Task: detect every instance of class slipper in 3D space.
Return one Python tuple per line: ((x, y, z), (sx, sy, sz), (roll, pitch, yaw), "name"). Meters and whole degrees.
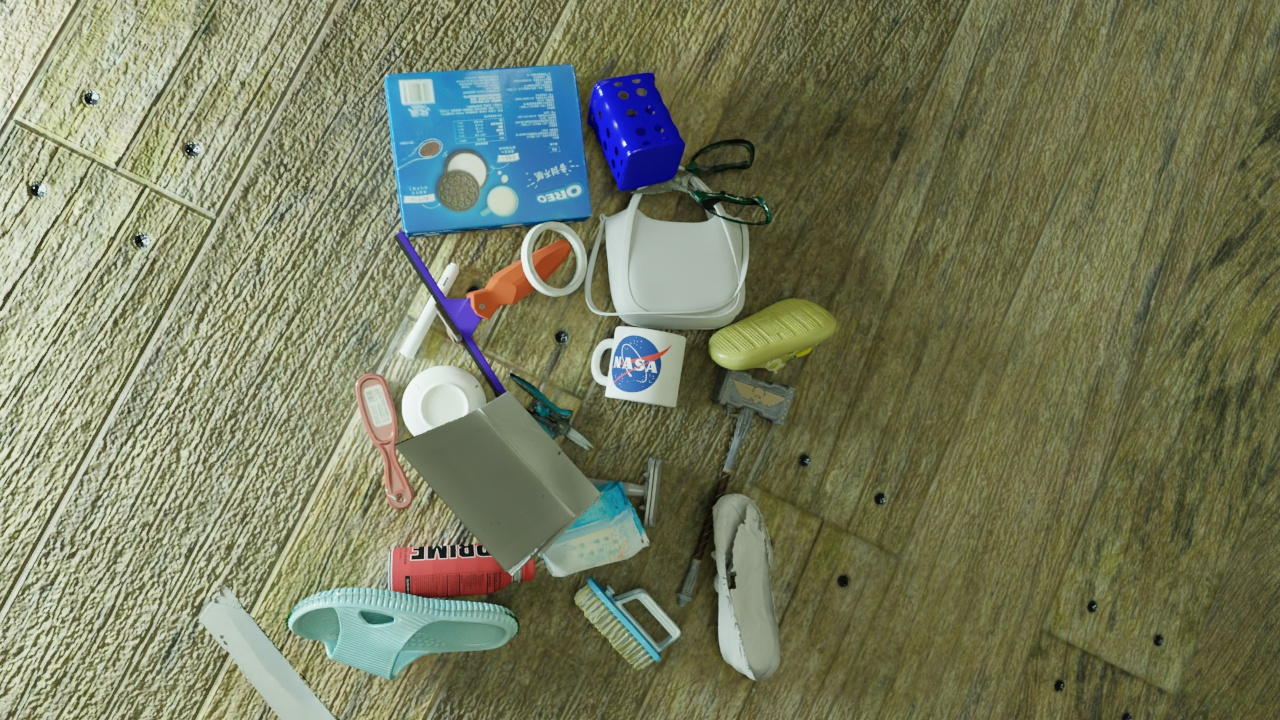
((0.130, 0.291, 1.190), (0.112, 0.075, 0.247), (-24, 109, -53), "slipper")
((0.174, -0.017, 1.207), (0.190, 0.091, 0.082), (-20, 127, -26), "slipper")
((-0.282, 0.329, 1.099), (0.276, 0.069, 0.116), (8, 132, -15), "slipper")

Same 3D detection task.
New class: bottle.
((-0.219, 0.260, 1.136), (0.176, 0.062, 0.062), (-1, 89, -12), "bottle")

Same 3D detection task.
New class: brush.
((-0.226, -0.036, 1.098), (0.008, 0.143, 0.045), (-34, 87, -12), "brush")
((-0.314, 0.100, 1.134), (0.041, 0.030, 0.172), (-15, 91, -12), "brush")
((-0.019, 0.325, 1.179), (0.075, 0.055, 0.136), (-42, 97, -5), "brush")

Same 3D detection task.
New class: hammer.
((0.106, 0.172, 1.218), (0.098, 0.044, 0.322), (19, 88, -11), "hammer")

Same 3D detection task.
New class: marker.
((-0.265, -0.064, 1.155), (0.020, 0.017, 0.133), (24, 83, 26), "marker")

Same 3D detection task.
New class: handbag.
((0.037, -0.155, 1.189), (0.215, 0.096, 0.222), (0, 77, -12), "handbag")

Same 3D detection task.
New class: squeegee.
((-0.161, -0.097, 1.156), (0.184, 0.055, 0.249), (-38, 111, -22), "squeegee")

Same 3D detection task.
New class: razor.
((-0.033, 0.165, 1.189), (0.116, 0.047, 0.088), (7, 88, -4), "razor")

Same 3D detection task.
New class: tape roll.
((-0.107, -0.127, 1.150), (0.093, 0.013, 0.093), (5, 82, -39), "tape roll")

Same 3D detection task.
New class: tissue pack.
((-0.065, 0.211, 1.150), (0.145, 0.061, 0.093), (-21, 93, 21), "tissue pack")

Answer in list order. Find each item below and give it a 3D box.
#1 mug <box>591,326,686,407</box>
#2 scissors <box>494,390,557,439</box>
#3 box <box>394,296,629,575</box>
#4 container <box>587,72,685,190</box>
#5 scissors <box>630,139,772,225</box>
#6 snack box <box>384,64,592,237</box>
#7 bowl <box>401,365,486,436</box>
((-0.007, 0.007, 1.177), (0.121, 0.091, 0.090), (8, 87, 23), "mug")
((-0.118, 0.065, 1.177), (0.129, 0.019, 0.139), (-9, 101, -12), "scissors")
((-0.135, 0.107, 0.920), (0.148, 0.507, 0.167), (-42, 83, -14), "box")
((-0.005, -0.287, 1.156), (0.085, 0.085, 0.113), (-16, 68, -17), "container")
((0.077, -0.252, 1.209), (0.209, 0.015, 0.154), (12, 64, -9), "scissors")
((-0.189, -0.264, 1.154), (0.238, 0.056, 0.195), (-7, 91, -13), "snack box")
((-0.243, 0.057, 1.139), (0.105, 0.054, 0.105), (1, 88, -12), "bowl")
